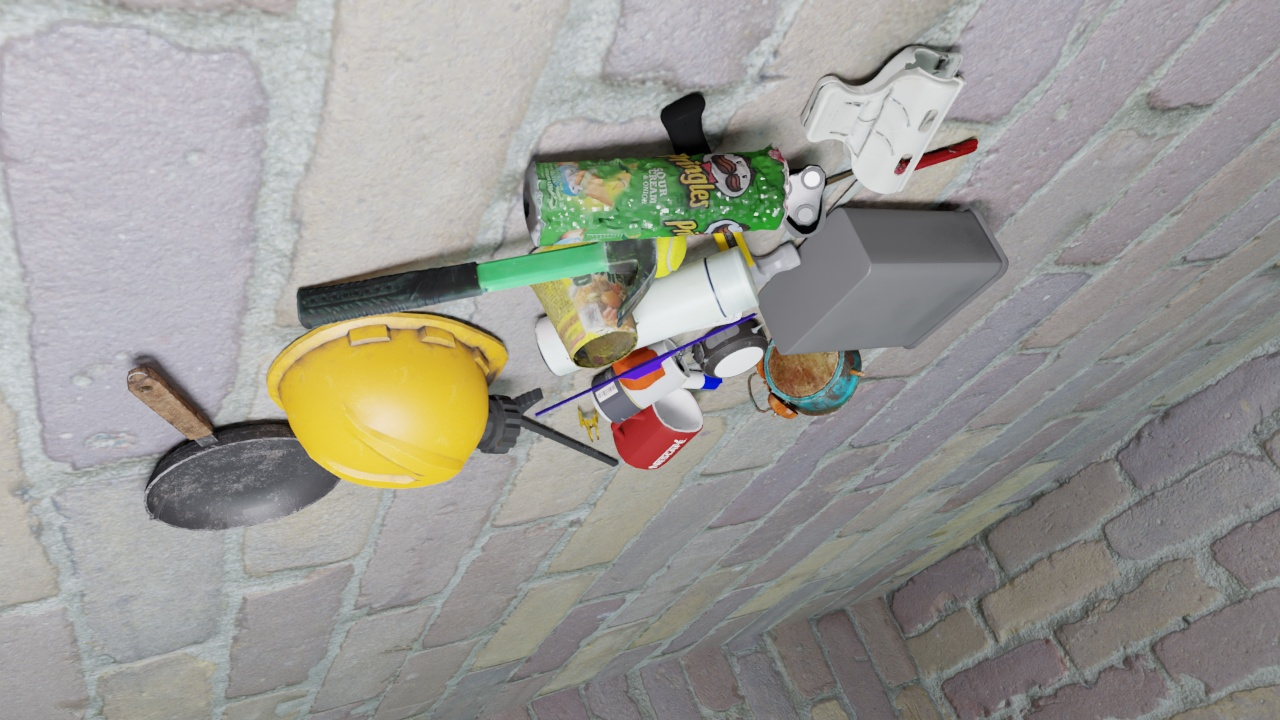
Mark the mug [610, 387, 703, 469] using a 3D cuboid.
[{"bbox_3d":[0.010,0.088,1.231,0.116,0.080,0.097,7,141,-35],"label":"mug"}]

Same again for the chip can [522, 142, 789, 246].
[{"bbox_3d":[0.012,-0.141,0.787,0.223,0.075,0.076,-6,150,-12],"label":"chip can"}]

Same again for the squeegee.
[{"bbox_3d":[-0.006,0.006,1.014,0.249,0.055,0.185,-25,-169,-9],"label":"squeegee"}]

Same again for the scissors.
[{"bbox_3d":[0.274,-0.221,0.946,0.199,0.015,0.180,-15,153,-14],"label":"scissors"}]

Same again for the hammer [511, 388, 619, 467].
[{"bbox_3d":[-0.099,0.106,1.249,0.095,0.015,0.324,-30,153,13],"label":"hammer"}]

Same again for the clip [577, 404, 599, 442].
[{"bbox_3d":[-0.068,0.082,1.200,0.046,0.048,0.054,18,153,8],"label":"clip"}]

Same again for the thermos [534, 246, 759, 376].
[{"bbox_3d":[0.006,-0.050,0.952,0.230,0.067,0.068,-20,154,13],"label":"thermos"}]

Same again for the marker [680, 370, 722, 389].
[{"bbox_3d":[0.053,0.024,1.205,0.133,0.023,0.027,5,161,-43],"label":"marker"}]

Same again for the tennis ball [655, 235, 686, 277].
[{"bbox_3d":[0.012,-0.112,0.881,0.065,0.065,0.065,-18,153,-10],"label":"tennis ball"}]

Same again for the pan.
[{"bbox_3d":[-0.428,0.087,0.930,0.207,0.040,0.358,-18,152,-10],"label":"pan"}]

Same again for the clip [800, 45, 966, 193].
[{"bbox_3d":[0.227,-0.217,0.841,0.150,0.110,0.127,-16,146,-31],"label":"clip"}]

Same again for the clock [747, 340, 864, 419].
[{"bbox_3d":[0.215,0.017,1.220,0.158,0.121,0.073,-29,149,25],"label":"clock"}]

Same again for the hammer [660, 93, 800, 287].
[{"bbox_3d":[0.076,-0.149,0.910,0.127,0.029,0.323,-26,152,6],"label":"hammer"}]

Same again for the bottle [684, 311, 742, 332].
[{"bbox_3d":[0.058,-0.055,1.049,0.115,0.041,0.041,-12,151,-21],"label":"bottle"}]

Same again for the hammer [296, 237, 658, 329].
[{"bbox_3d":[-0.141,-0.072,0.813,0.318,0.130,0.032,-10,159,-5],"label":"hammer"}]

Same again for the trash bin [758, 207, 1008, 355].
[{"bbox_3d":[0.283,-0.092,1.089,0.219,0.097,0.192,-4,151,-31],"label":"trash bin"}]

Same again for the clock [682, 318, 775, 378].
[{"bbox_3d":[0.114,-0.010,1.171,0.123,0.043,0.091,-27,153,7],"label":"clock"}]

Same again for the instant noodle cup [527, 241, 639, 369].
[{"bbox_3d":[-0.052,-0.055,0.886,0.102,0.108,0.102,-18,155,-9],"label":"instant noodle cup"}]

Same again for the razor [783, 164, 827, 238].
[{"bbox_3d":[0.165,-0.157,0.939,0.057,0.060,0.156,-16,174,11],"label":"razor"}]

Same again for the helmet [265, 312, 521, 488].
[{"bbox_3d":[-0.239,0.063,0.933,0.255,0.131,0.206,9,139,-45],"label":"helmet"}]

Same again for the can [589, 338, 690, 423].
[{"bbox_3d":[0.004,0.022,1.120,0.127,0.064,0.064,-32,152,16],"label":"can"}]
